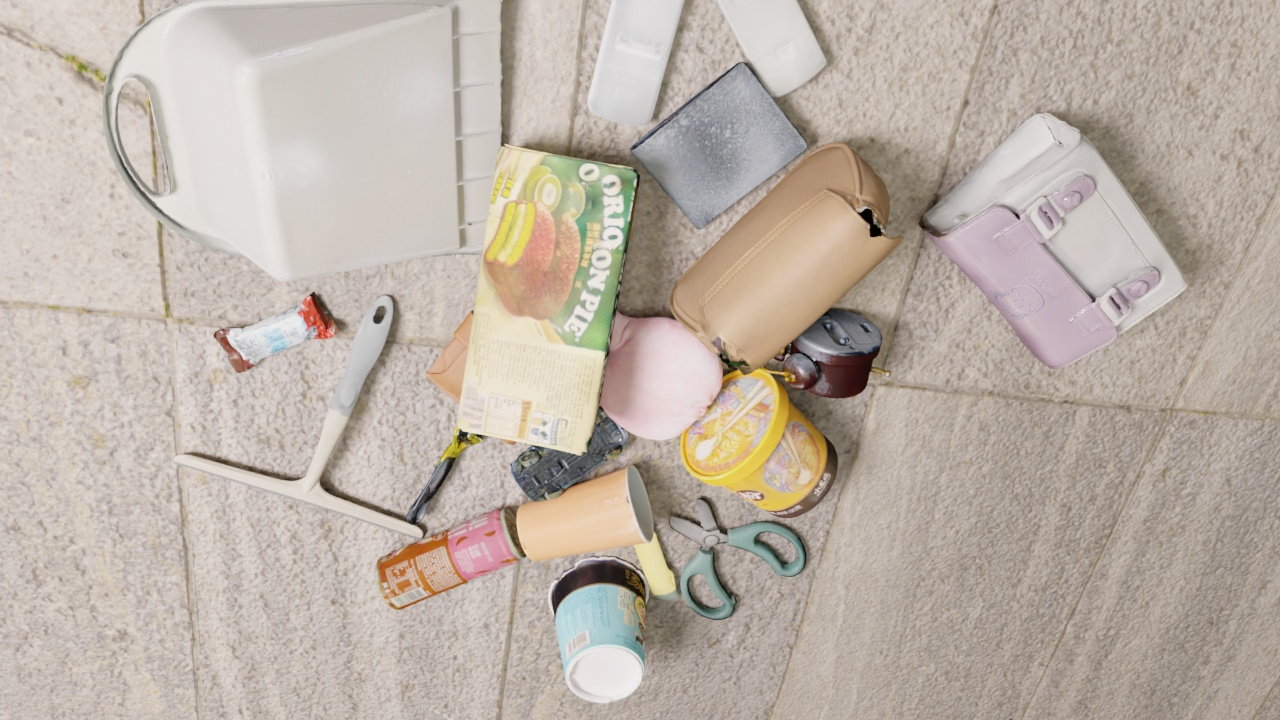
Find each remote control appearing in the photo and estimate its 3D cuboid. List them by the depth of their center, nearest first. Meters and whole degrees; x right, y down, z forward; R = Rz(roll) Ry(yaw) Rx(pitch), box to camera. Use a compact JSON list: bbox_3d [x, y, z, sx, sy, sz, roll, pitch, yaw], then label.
[{"bbox_3d":[-0.002,-0.258,0.732,0.056,0.020,0.136,10,116,-13],"label":"remote control"},{"bbox_3d":[0.097,-0.279,0.733,0.056,0.019,0.135,-32,117,10],"label":"remote control"}]

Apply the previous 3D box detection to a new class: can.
[{"bbox_3d":[-0.192,0.200,0.928,0.147,0.057,0.058,-23,118,5],"label":"can"}]

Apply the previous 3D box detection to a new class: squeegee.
[{"bbox_3d":[-0.278,0.050,0.850,0.246,0.039,0.247,22,113,-17],"label":"squeegee"}]

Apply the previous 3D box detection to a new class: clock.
[{"bbox_3d":[0.166,-0.006,0.849,0.122,0.082,0.055,-4,124,-12],"label":"clock"}]

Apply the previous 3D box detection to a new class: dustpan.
[{"bbox_3d":[-0.253,-0.176,0.710,0.257,0.143,0.223,-26,135,-38],"label":"dustpan"}]

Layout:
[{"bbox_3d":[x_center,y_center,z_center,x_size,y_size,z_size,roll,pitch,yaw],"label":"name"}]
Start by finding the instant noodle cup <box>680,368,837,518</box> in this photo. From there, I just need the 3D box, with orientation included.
[{"bbox_3d":[0.118,0.085,0.877,0.119,0.118,0.114,-43,123,15],"label":"instant noodle cup"}]

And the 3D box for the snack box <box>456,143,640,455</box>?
[{"bbox_3d":[-0.076,-0.050,0.765,0.114,0.063,0.240,10,101,1],"label":"snack box"}]

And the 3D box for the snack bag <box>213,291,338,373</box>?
[{"bbox_3d":[-0.323,-0.023,0.813,0.105,0.026,0.045,-21,119,5],"label":"snack bag"}]

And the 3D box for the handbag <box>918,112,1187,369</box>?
[{"bbox_3d":[0.369,-0.099,0.822,0.145,0.098,0.197,-41,114,20],"label":"handbag"}]

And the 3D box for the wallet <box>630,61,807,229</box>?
[{"bbox_3d":[0.067,-0.179,0.775,0.121,0.019,0.097,-34,119,21],"label":"wallet"}]

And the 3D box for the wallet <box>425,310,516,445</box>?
[{"bbox_3d":[-0.117,-0.002,0.829,0.108,0.031,0.132,40,107,-5],"label":"wallet"}]

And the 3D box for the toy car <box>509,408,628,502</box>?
[{"bbox_3d":[-0.070,0.090,0.899,0.120,0.036,0.054,-32,116,-1],"label":"toy car"}]

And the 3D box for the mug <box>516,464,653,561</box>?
[{"bbox_3d":[-0.056,0.157,0.913,0.123,0.078,0.078,-16,119,12],"label":"mug"}]

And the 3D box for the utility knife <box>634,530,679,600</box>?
[{"bbox_3d":[0.007,0.189,0.969,0.031,0.019,0.175,-18,119,-1],"label":"utility knife"}]

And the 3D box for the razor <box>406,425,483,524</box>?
[{"bbox_3d":[-0.189,0.104,0.896,0.042,0.022,0.143,20,111,-47],"label":"razor"}]

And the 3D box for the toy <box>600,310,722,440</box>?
[{"bbox_3d":[-0.005,0.005,0.851,0.159,0.054,0.121,31,111,-7],"label":"toy"}]

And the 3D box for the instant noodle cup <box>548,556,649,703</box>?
[{"bbox_3d":[-0.039,0.285,0.955,0.111,0.120,0.111,-3,118,-5],"label":"instant noodle cup"}]

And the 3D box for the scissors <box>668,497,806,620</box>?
[{"bbox_3d":[0.086,0.222,0.996,0.174,0.019,0.177,25,113,-20],"label":"scissors"}]

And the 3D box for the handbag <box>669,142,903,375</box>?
[{"bbox_3d":[0.124,-0.079,0.768,0.100,0.147,0.205,39,111,-21],"label":"handbag"}]
